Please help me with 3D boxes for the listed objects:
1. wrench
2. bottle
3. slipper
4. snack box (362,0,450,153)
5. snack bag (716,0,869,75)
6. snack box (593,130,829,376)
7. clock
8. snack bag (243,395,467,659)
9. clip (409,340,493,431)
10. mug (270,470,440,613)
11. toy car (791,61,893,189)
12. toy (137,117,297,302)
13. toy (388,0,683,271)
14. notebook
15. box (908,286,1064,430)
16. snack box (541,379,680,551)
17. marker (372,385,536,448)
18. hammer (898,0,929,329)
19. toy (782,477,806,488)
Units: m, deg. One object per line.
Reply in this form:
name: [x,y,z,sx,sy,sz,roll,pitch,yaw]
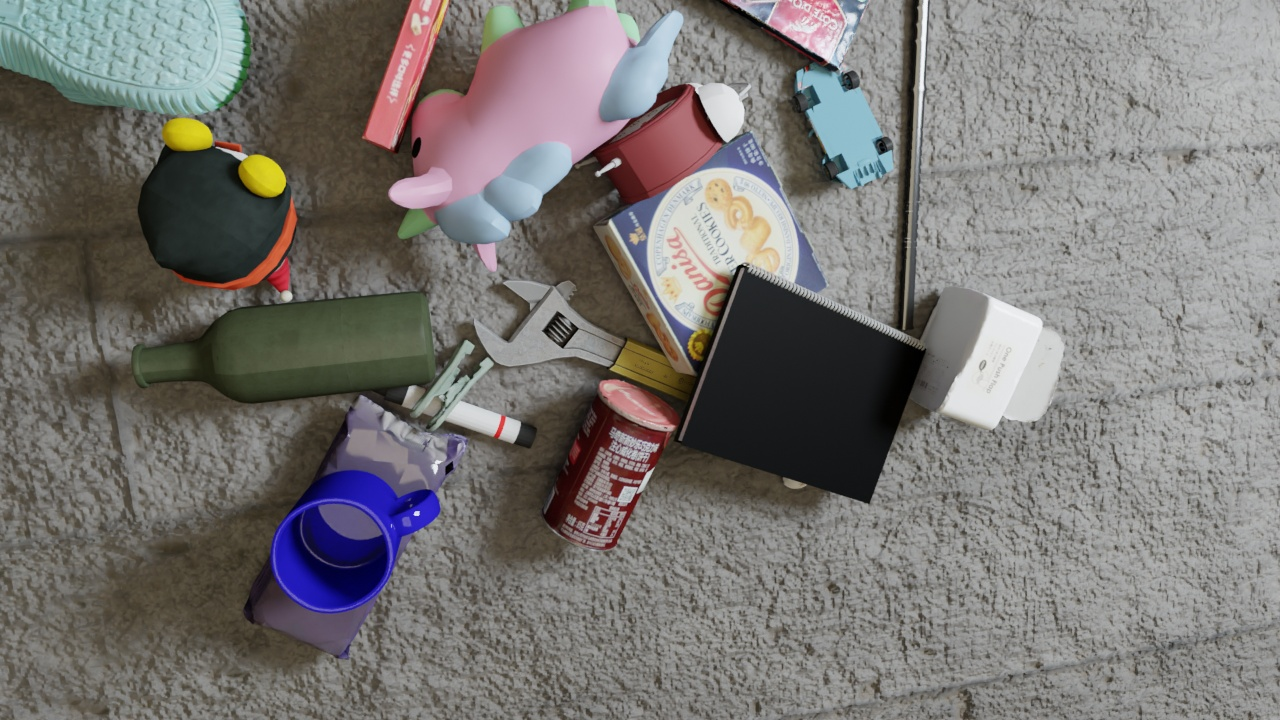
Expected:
wrench: [-0.005,0.005,0.763,0.273,0.018,0.083,24,95,-16]
bottle: [-0.259,-0.007,0.678,0.206,0.071,0.071,-6,102,-11]
slipper: [-0.385,-0.234,0.609,0.276,0.069,0.116,13,97,0]
snack box: [-0.162,-0.214,0.647,0.021,0.089,0.133,19,97,-15]
snack bag: [0.107,-0.297,0.723,0.155,0.018,0.074,25,85,-16]
snack box: [0.059,-0.084,0.738,0.145,0.043,0.144,-35,107,-14]
clock: [0.021,-0.171,0.693,0.137,0.096,0.048,-37,113,-3]
snack bag: [-0.225,0.134,0.721,0.096,0.058,0.205,28,95,-16]
clip: [-0.149,0.021,0.718,0.047,0.023,0.076,41,62,-15]
mug: [-0.196,0.120,0.651,0.111,0.083,0.079,-21,99,-7]
toy car: [0.164,-0.193,0.757,0.060,0.027,0.107,-25,88,-7]
toy: [-0.287,-0.096,0.641,0.097,0.119,0.099,28,83,7]
toy: [-0.073,-0.165,0.639,0.223,0.120,0.171,-9,67,25]
notebook: [0.138,0.024,0.753,0.206,0.016,0.149,20,91,-29]
box: [0.313,0.009,0.790,0.130,0.103,0.110,23,98,-8]
snack box: [-0.025,0.085,0.738,0.072,0.072,0.121,21,107,-16]
marker: [-0.154,0.039,0.737,0.145,0.019,0.019,21,96,-16]
hammer: [0.241,-0.187,0.782,0.095,0.015,0.325,-3,103,-12]
toy: [0.153,0.052,0.798,0.076,0.037,0.125,-16,110,-15]
